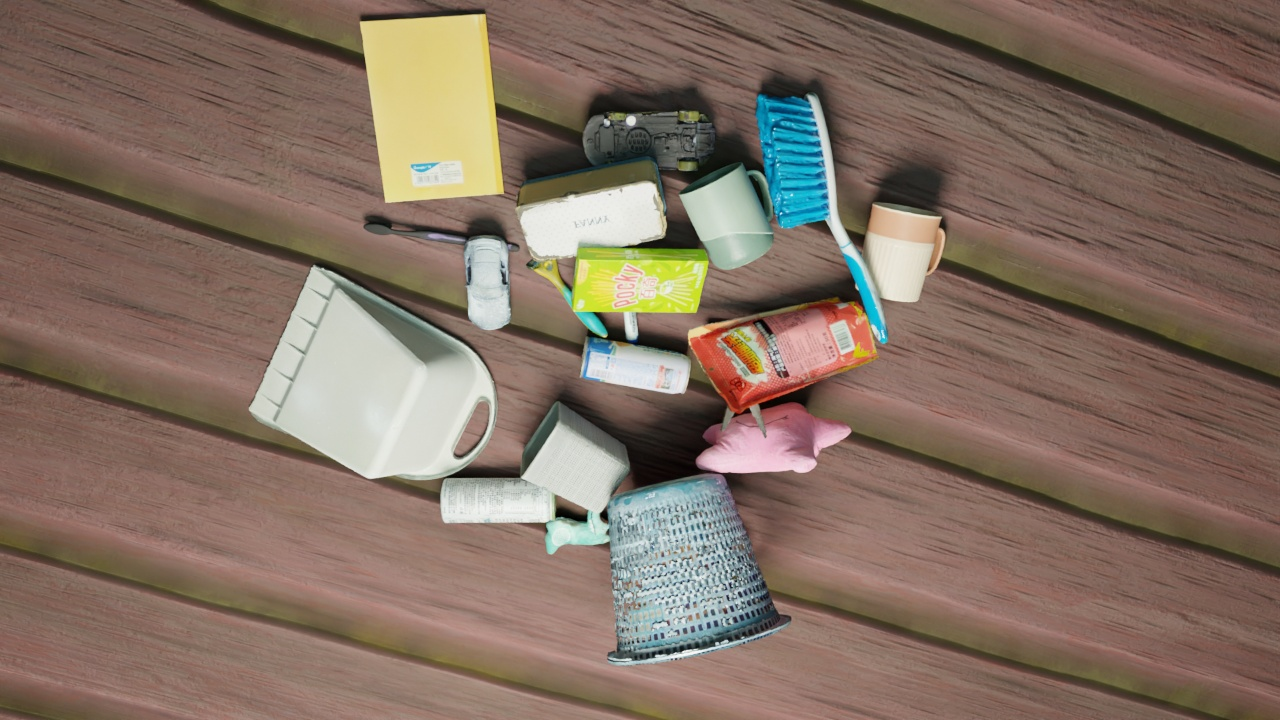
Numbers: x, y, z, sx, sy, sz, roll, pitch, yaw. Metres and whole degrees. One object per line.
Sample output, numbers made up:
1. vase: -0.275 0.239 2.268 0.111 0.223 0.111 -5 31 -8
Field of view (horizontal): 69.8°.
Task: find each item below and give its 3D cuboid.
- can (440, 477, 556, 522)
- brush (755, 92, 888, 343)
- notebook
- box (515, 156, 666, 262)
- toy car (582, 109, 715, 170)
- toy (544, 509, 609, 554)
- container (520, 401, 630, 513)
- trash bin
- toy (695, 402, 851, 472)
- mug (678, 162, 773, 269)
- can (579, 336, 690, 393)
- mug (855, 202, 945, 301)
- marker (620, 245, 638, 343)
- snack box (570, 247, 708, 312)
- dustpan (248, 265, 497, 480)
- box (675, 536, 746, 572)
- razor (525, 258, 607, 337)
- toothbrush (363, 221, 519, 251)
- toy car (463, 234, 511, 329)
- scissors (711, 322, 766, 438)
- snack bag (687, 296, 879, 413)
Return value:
1. can: -0.184 0.182 1.196 0.146 0.058 0.058 0 106 -3
2. brush: 0.215 -0.167 1.082 0.109 0.060 0.314 -10 89 -9
3. notebook: -0.243 -0.295 1.080 0.146 0.010 0.206 -5 106 -1
4. box: -0.050 -0.178 1.077 0.184 0.060 0.090 -10 131 4
5. toy car: 0.010 -0.261 1.083 0.158 0.042 0.070 0 109 -4
6. toy: -0.081 0.224 1.224 0.092 0.030 0.097 1 127 -6
7. container: -0.081 0.127 1.170 0.114 0.090 0.090 31 103 -14
8. trash bin: 0.052 0.246 1.120 0.226 0.226 0.195 -12 79 1
9. toy: 0.159 0.095 1.144 0.195 0.178 0.074 -4 107 34
10. mug: 0.116 -0.177 1.099 0.111 0.082 0.106 -35 107 -25
11. can: -0.007 0.007 1.155 0.134 0.053 0.053 10 105 -5
12. mug: 0.324 -0.132 1.122 0.114 0.082 0.106 -2 111 -33
13. marker: -0.017 -0.093 1.145 0.017 0.017 0.146 -6 106 -1
14. snack box: -0.002 -0.096 1.103 0.156 0.026 0.086 0 136 -11
15. dustpan: -0.324 0.039 1.174 0.258 0.142 0.223 33 104 19
16. box: 0.064 0.253 1.231 0.164 0.055 0.070 4 121 -4
17. razor: -0.085 -0.080 1.139 0.043 0.028 0.132 -43 102 -18
18. toothbrush: -0.242 -0.151 1.123 0.189 0.016 0.014 8 117 -8
19. toy car: -0.187 -0.095 1.125 0.054 0.036 0.121 -1 113 -3
20. scissors: 0.125 0.016 1.126 0.159 0.177 0.014 41 145 21
21. snack bag: 0.175 -0.014 1.116 0.207 0.128 0.073 -17 146 -13
